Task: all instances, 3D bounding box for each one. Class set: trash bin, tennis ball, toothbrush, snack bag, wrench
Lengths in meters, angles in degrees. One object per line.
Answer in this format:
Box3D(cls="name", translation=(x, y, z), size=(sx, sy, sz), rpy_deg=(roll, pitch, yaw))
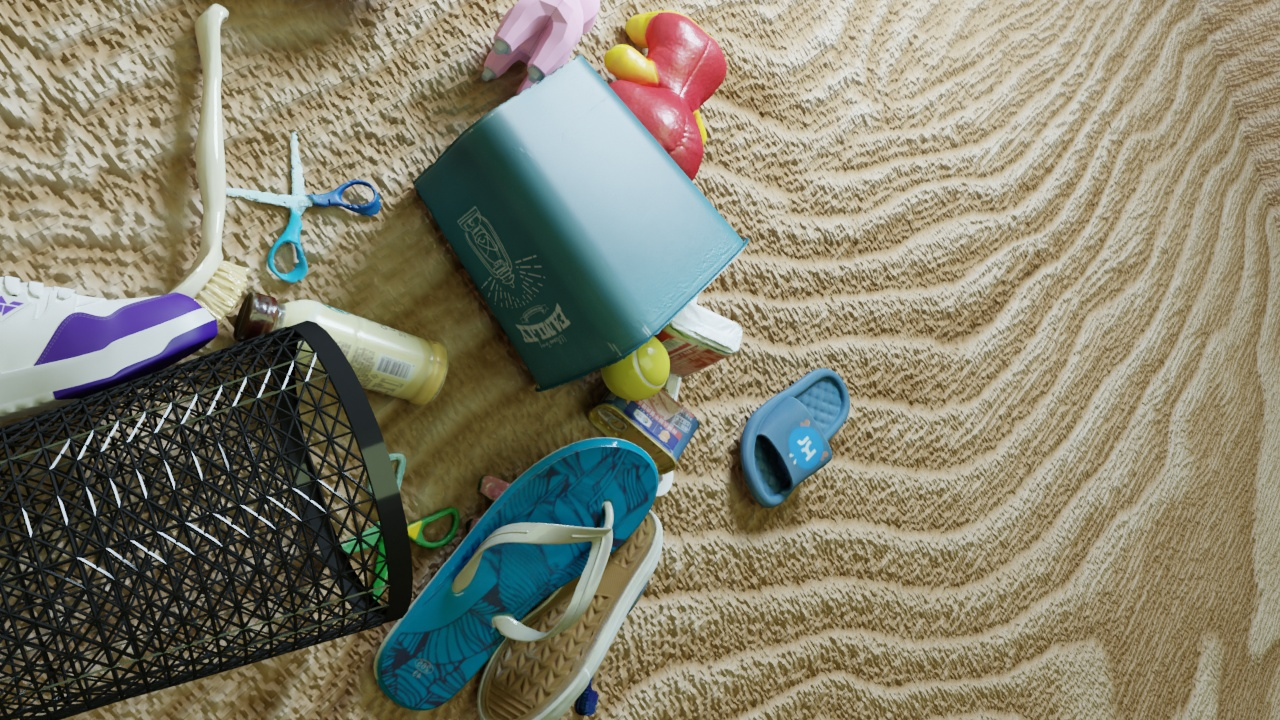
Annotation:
Box3D(cls="trash bin", translation=(-0.304, 0.108, 0.579), size=(0.242, 0.217, 0.217), rpy_deg=(-17, 94, -32))
Box3D(cls="tennis ball", translation=(-0.005, 0.005, 0.859), size=(0.065, 0.065, 0.065), rpy_deg=(7, 79, -38))
Box3D(cls="trash bin", translation=(-0.062, -0.123, 0.817), size=(0.218, 0.197, 0.198), rpy_deg=(53, 55, -12))
Box3D(cls="toothbrush", translation=(-0.032, 0.245, 0.887), size=(0.016, 0.017, 0.189), rpy_deg=(25, 68, -33))
Box3D(cls="snack bag", translation=(0.041, -0.020, 0.914), size=(0.077, 0.116, 0.036), rpy_deg=(23, 68, -17))
Box3D(cls="wrench", translation=(0.037, 0.011, 0.982), size=(0.047, 0.009, 0.273), rpy_deg=(24, 69, -34))

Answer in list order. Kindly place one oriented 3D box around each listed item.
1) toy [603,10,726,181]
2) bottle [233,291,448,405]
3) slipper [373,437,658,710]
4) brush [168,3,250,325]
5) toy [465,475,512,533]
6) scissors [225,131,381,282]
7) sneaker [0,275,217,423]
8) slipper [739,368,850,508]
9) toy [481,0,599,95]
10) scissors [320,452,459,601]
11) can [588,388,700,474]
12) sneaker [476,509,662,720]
Box3D(cls="toy", translation=(0.020, -0.265, 0.958), size=(0.147, 0.099, 0.215), rpy_deg=(30, 60, -23))
Box3D(cls="bottle", translation=(-0.237, -0.011, 0.736), size=(0.162, 0.057, 0.056), rpy_deg=(21, 71, -35))
Box3D(cls="slipper", translation=(-0.096, 0.176, 0.767), size=(0.294, 0.060, 0.118), rpy_deg=(-44, 110, -14))
Box3D(cls="brush", translation=(-0.328, -0.144, 0.691), size=(0.077, 0.062, 0.272), rpy_deg=(17, 68, -53))
Box3D(cls="toy", translation=(-0.100, 0.145, 0.826), size=(0.112, 0.050, 0.087), rpy_deg=(26, 61, -10))
Box3D(cls="scissors", translation=(-0.274, -0.126, 0.753), size=(0.132, 0.014, 0.127), rpy_deg=(-5, 82, -34))
Box3D(cls="sneaker", translation=(-0.406, -0.019, 0.577), size=(0.243, 0.092, 0.111), rpy_deg=(-21, 95, -28))
Box3D(cls="slipper", translation=(0.184, 0.080, 1.059), size=(0.213, 0.059, 0.104), rpy_deg=(-42, 107, -36))
Box3D(cls="toy", translation=(-0.084, -0.319, 0.873), size=(0.067, 0.123, 0.157), rpy_deg=(37, 71, -12))
Box3D(cls="scissors", translation=(-0.209, 0.135, 0.766), size=(0.125, 0.011, 0.127), rpy_deg=(-16, 92, -40))
Box3D(cls="can", translation=(0.005, 0.059, 0.911), size=(0.100, 0.054, 0.058), rpy_deg=(41, 57, -9))
Box3D(cls="sneaker", translation=(-0.051, 0.242, 0.832), size=(0.235, 0.087, 0.079), rpy_deg=(-52, 149, -21))
